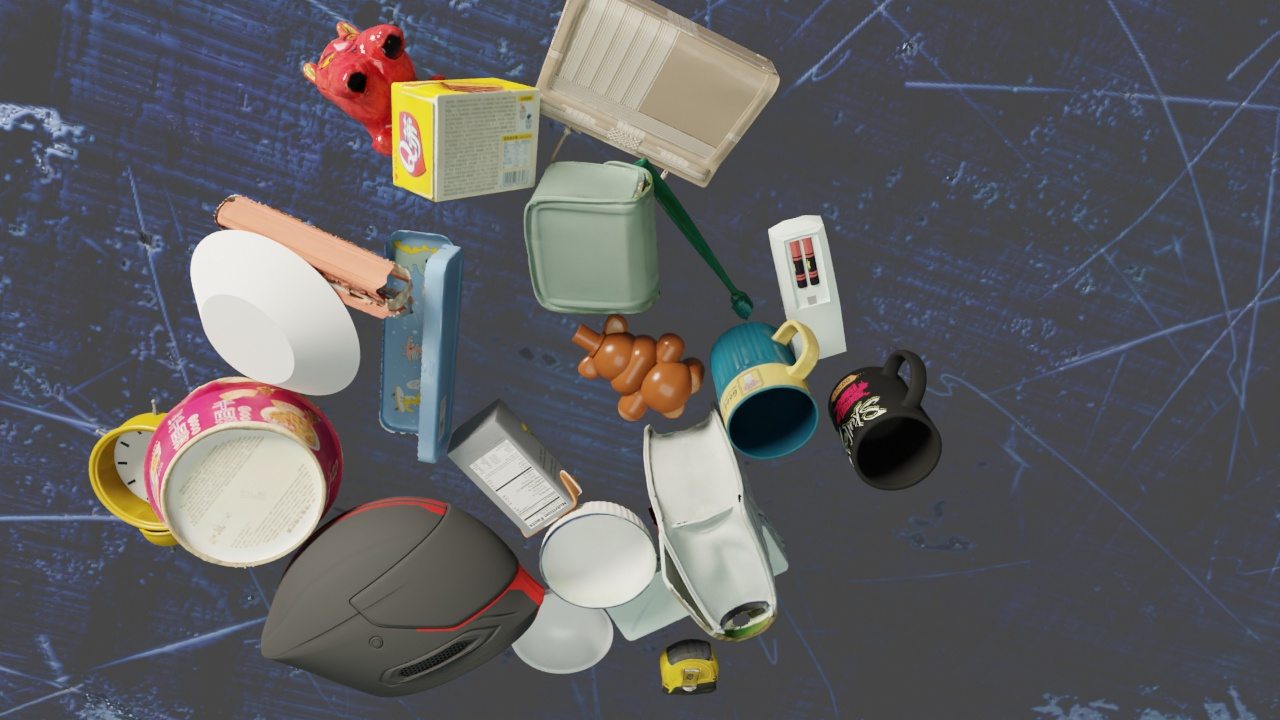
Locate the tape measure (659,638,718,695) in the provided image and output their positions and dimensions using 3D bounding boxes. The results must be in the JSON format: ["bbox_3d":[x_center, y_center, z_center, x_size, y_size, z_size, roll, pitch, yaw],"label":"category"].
[{"bbox_3d":[0.055,0.347,1.034,0.065,0.037,0.064,1,115,-3],"label":"tape measure"}]

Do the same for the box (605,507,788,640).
[{"bbox_3d":[0.055,0.226,0.974,0.199,0.066,0.083,-30,132,13],"label":"box"}]

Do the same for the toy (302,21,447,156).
[{"bbox_3d":[-0.213,-0.214,0.759,0.088,0.094,0.133,-49,142,-24],"label":"toy"}]

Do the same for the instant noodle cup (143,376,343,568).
[{"bbox_3d":[-0.366,0.114,0.853,0.178,0.078,0.179,-6,105,-21],"label":"instant noodle cup"}]

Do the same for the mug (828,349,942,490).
[{"bbox_3d":[0.236,0.047,0.867,0.082,0.098,0.118,14,114,-9],"label":"mug"}]

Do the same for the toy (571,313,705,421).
[{"bbox_3d":[-0.005,0.005,0.867,0.127,0.065,0.095,31,103,-6],"label":"toy"}]

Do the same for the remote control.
[{"bbox_3d":[0.157,-0.064,0.853,0.049,0.024,0.143,-14,115,4],"label":"remote control"}]

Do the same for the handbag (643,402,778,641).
[{"bbox_3d":[0.061,0.146,0.854,0.096,0.198,0.142,-19,112,4],"label":"handbag"}]

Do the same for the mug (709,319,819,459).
[{"bbox_3d":[0.119,0.014,0.834,0.083,0.107,0.114,24,119,-21],"label":"mug"}]

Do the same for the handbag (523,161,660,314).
[{"bbox_3d":[-0.038,-0.104,0.785,0.106,0.067,0.122,5,133,9],"label":"handbag"}]

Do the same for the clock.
[{"bbox_3d":[-0.464,0.119,0.901,0.114,0.052,0.152,-26,109,10],"label":"clock"}]

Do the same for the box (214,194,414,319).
[{"bbox_3d":[-0.281,-0.078,0.790,0.188,0.058,0.062,25,145,10],"label":"box"}]

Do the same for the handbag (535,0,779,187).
[{"bbox_3d":[-0.010,-0.194,0.775,0.175,0.062,0.198,22,121,-14],"label":"handbag"}]

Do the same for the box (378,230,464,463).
[{"bbox_3d":[-0.205,-0.009,0.838,0.078,0.074,0.209,8,114,-2],"label":"box"}]

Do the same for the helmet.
[{"bbox_3d":[-0.243,0.220,0.894,0.264,0.164,0.170,-24,103,-3],"label":"helmet"}]

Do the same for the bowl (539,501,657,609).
[{"bbox_3d":[-0.043,0.190,0.943,0.118,0.062,0.118,-1,115,-1],"label":"bowl"}]

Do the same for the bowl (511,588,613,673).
[{"bbox_3d":[-0.085,0.284,0.997,0.110,0.040,0.110,-1,115,-2],"label":"bowl"}]

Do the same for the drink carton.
[{"bbox_3d":[-0.125,0.108,0.908,0.076,0.048,0.125,-35,112,13],"label":"drink carton"}]

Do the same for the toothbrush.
[{"bbox_3d":[0.050,-0.103,0.814,0.016,0.017,0.190,-24,126,24],"label":"toothbrush"}]

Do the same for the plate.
[{"bbox_3d":[-0.332,-0.028,0.802,0.174,0.036,0.174,13,130,16],"label":"plate"}]

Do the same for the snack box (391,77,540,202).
[{"bbox_3d":[-0.140,-0.179,0.737,0.061,0.105,0.084,26,121,36],"label":"snack box"}]
